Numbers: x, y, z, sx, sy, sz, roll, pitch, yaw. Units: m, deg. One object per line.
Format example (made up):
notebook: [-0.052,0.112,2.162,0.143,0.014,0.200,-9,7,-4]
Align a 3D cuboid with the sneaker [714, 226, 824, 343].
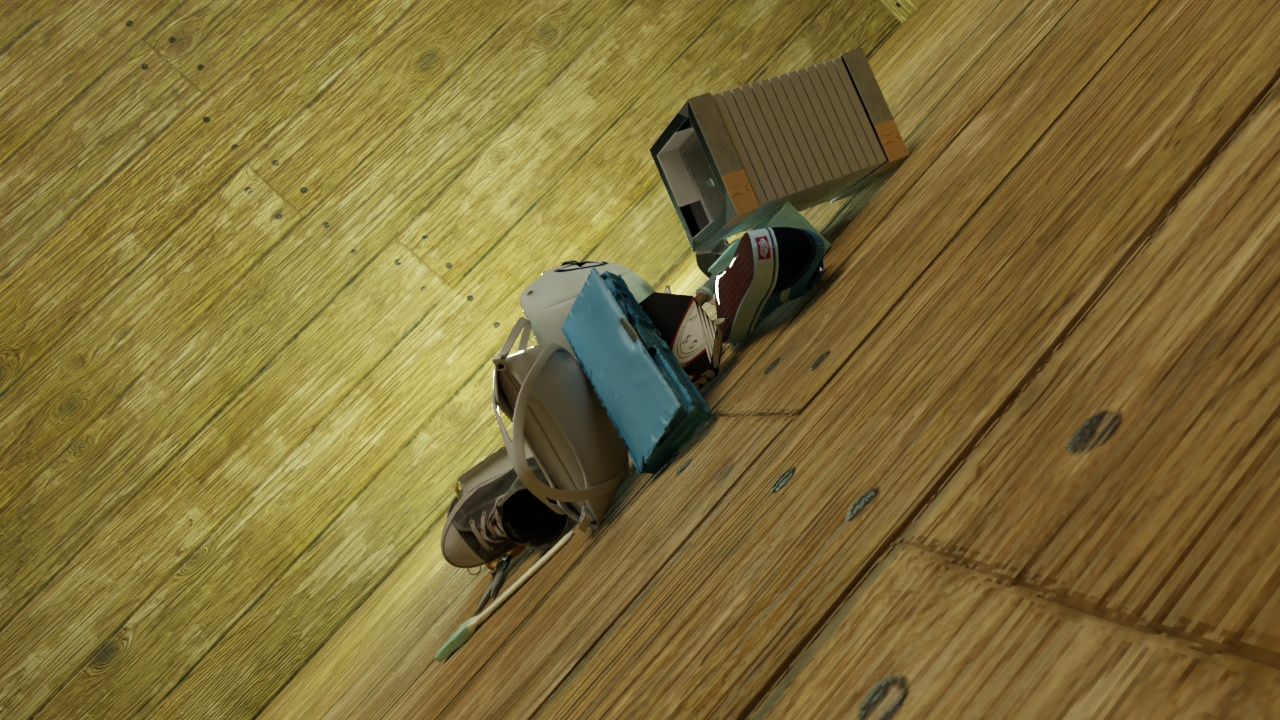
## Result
sneaker: [0.142,-0.076,0.995,0.098,0.083,0.242,-5,-14,-8]

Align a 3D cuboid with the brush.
brush: [-0.149,0.257,1.006,0.218,0.012,0.033,-44,5,13]

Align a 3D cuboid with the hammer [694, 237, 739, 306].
hammer: [0.064,-0.064,1.218,0.156,0.043,0.321,-2,38,49]

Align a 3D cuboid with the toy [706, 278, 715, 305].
toy: [0.128,-0.116,1.362,0.102,0.050,0.093,-48,14,-26]

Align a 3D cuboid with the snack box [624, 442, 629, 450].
snack box: [0.001,0.051,1.098,0.207,0.057,0.056,-44,5,26]

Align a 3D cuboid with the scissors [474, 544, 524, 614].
scissors: [-0.181,0.262,1.184,0.162,0.016,0.225,-41,9,29]

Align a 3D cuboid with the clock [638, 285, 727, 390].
clock: [0.020,-0.001,0.995,0.154,0.115,0.065,-59,-19,-2]

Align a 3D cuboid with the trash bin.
trash bin: [0.167,-0.256,1.126,0.246,0.142,0.143,-22,-3,-20]

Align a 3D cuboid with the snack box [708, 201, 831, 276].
snack box: [0.153,-0.125,1.115,0.053,0.075,0.175,-49,6,-21]

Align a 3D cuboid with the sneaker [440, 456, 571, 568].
sneaker: [-0.159,0.192,1.084,0.235,0.095,0.119,-30,11,19]

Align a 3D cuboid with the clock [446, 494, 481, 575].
clock: [-0.227,0.241,1.326,0.056,0.104,0.148,-31,-43,-74]

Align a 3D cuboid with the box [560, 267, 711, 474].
box: [-0.017,0.003,0.923,0.093,0.048,0.231,-49,45,18]

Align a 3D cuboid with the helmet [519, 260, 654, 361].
helmet: [-0.038,-0.040,1.305,0.164,0.236,0.263,-17,2,20]

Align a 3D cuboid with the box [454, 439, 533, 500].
box: [-0.158,0.162,1.197,0.210,0.129,0.038,-36,-34,22]

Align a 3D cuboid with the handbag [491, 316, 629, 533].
handbag: [-0.098,0.070,0.911,0.096,0.216,0.222,-29,6,13]
